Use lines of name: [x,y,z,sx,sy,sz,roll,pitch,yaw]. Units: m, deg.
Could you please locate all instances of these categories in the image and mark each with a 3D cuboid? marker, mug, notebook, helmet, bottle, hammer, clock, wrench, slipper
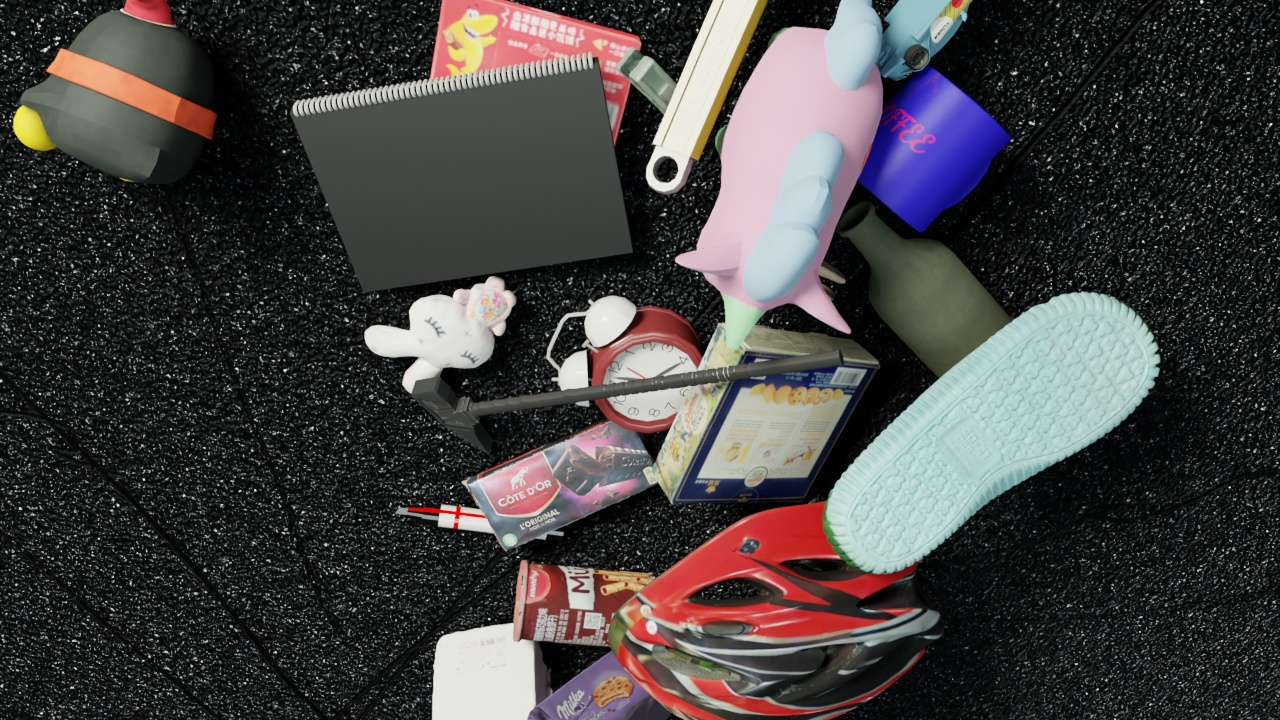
marker: [-0.140,0.140,0.805,0.145,0.019,0.019,9,117,-8]
mug: [0.206,-0.143,0.648,0.111,0.079,0.084,20,119,-45]
notebook: [-0.119,-0.127,0.646,0.207,0.016,0.149,-8,128,4]
helmet: [0.110,0.210,0.747,0.271,0.166,0.218,-12,143,-17]
bottle: [0.226,-0.041,0.701,0.071,0.071,0.207,-42,113,17]
hammer: [-0.011,0.025,0.675,0.326,0.015,0.095,-9,142,25]
clock: [-0.004,0.004,0.724,0.137,0.048,0.096,20,115,-15]
wrench: [0.069,-0.232,0.579,0.084,0.018,0.274,27,102,17]
slipper: [0.246,0.050,0.672,0.276,0.069,0.116,-39,104,2]

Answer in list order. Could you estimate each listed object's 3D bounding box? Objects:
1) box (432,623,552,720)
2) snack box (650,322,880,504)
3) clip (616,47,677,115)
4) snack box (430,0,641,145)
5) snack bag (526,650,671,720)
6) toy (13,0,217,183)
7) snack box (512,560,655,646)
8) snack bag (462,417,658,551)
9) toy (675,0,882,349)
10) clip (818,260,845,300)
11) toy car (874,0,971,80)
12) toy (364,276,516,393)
box: [-0.129,0.328,0.866,0.103,0.109,0.130,-10,137,1]
snack box: [0.098,0.046,0.727,0.144,0.042,0.145,5,121,-34]
clip: [0.018,-0.180,0.624,0.023,0.047,0.076,-49,136,9]
snack box: [-0.074,-0.193,0.628,0.133,0.021,0.089,12,117,-10]
snack bag: [-0.031,0.320,0.824,0.058,0.204,0.096,31,124,29]
toy: [-0.321,-0.173,0.586,0.100,0.097,0.119,23,92,31]
snack box: [-0.051,0.220,0.825,0.121,0.072,0.072,7,118,-8]
snack bag: [-0.064,0.102,0.780,0.155,0.018,0.074,-24,111,4]
toy: [0.100,-0.128,0.589,0.120,0.171,0.223,21,115,-14]
clip: [0.128,-0.066,0.708,0.047,0.025,0.062,-31,114,13]
toy car: [0.196,-0.231,0.605,0.027,0.060,0.108,27,113,-30]
toy: [-0.149,-0.020,0.706,0.126,0.037,0.076,-28,125,19]
